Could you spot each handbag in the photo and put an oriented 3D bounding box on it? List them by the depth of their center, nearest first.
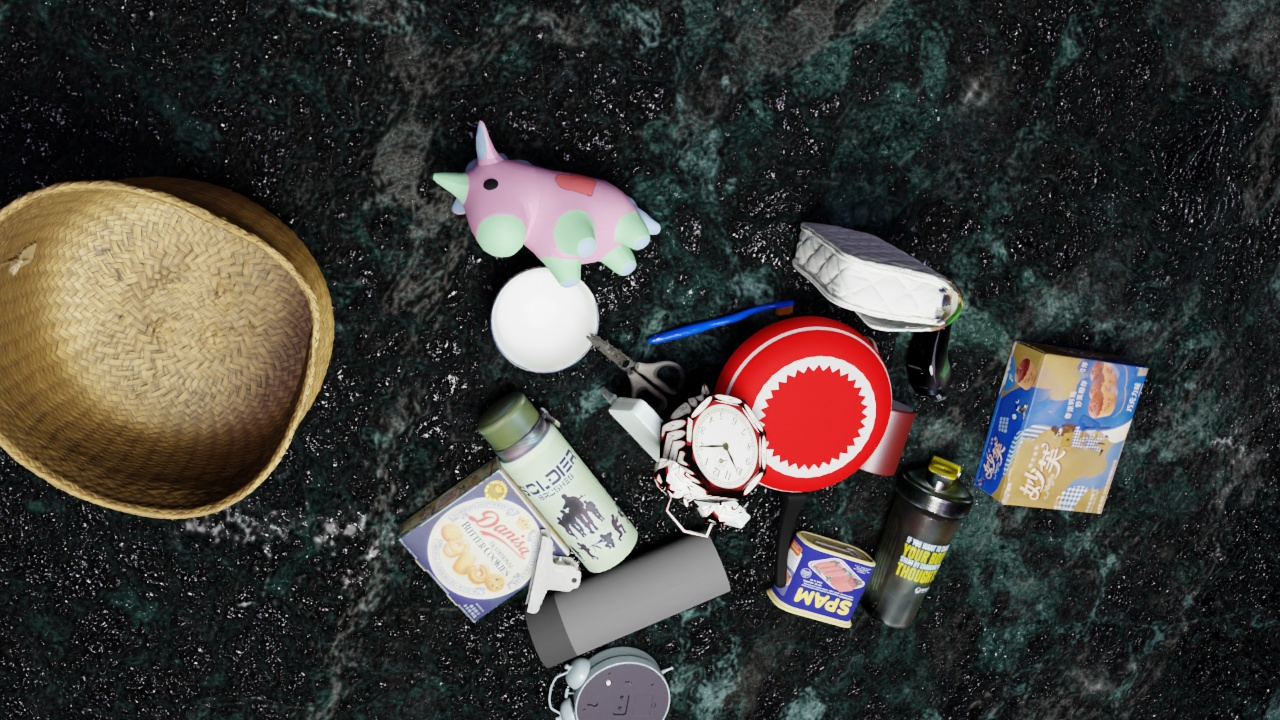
[{"bbox_3d":[0.252,-0.092,1.013,0.138,0.194,0.072,10,109,-11],"label":"handbag"}]

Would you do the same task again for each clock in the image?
[{"bbox_3d":[0.065,0.110,0.957,0.114,0.065,0.154,36,60,-23],"label":"clock"},{"bbox_3d":[-0.038,0.429,1.177,0.159,0.045,0.123,7,104,-13],"label":"clock"}]

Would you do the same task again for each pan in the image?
[{"bbox_3d":[0.184,0.124,1.072,0.209,0.067,0.357,-1,109,-9],"label":"pan"}]

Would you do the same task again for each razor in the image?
[{"bbox_3d":[0.369,-0.026,1.135,0.067,0.054,0.151,7,98,-24],"label":"razor"}]

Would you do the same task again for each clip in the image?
[{"bbox_3d":[-0.098,0.253,1.072,0.058,0.050,0.102,12,106,-4],"label":"clip"}]

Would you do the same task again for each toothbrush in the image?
[{"bbox_3d":[0.097,-0.043,1.086,0.182,0.016,0.018,-15,113,-8],"label":"toothbrush"}]

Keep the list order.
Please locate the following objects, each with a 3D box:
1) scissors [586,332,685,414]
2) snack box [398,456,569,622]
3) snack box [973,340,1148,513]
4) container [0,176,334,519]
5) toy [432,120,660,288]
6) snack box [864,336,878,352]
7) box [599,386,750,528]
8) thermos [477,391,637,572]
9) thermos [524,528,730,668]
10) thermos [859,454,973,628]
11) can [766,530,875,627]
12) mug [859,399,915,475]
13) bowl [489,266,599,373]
[{"bbox_3d":[-0.015,0.019,1.049,0.170,0.012,0.121,3,116,-37],"label":"scissors"},{"bbox_3d":[-0.184,0.212,1.085,0.145,0.042,0.144,-35,110,0],"label":"snack box"},{"bbox_3d":[0.541,0.087,1.189,0.155,0.069,0.203,7,104,-13],"label":"snack box"},{"bbox_3d":[-0.455,-0.029,0.880,0.306,0.196,0.307,-4,108,-12],"label":"container"},{"bbox_3d":[-0.091,-0.160,0.967,0.221,0.171,0.120,-15,150,-38],"label":"toy"},{"bbox_3d":[0.213,0.001,1.094,0.121,0.072,0.072,6,104,-12],"label":"snack box"},{"bbox_3d":[0.033,0.111,1.053,0.040,0.135,0.197,-46,110,-15],"label":"box"},{"bbox_3d":[-0.095,0.137,1.067,0.082,0.082,0.231,-36,109,0],"label":"thermos"},{"bbox_3d":[-0.017,0.290,1.122,0.240,0.082,0.082,-22,109,-5],"label":"thermos"},{"bbox_3d":[0.353,0.231,1.183,0.098,0.098,0.221,11,107,-15],"label":"thermos"},{"bbox_3d":[0.236,0.281,1.187,0.116,0.056,0.092,19,100,-16],"label":"can"},{"bbox_3d":[0.303,0.091,1.145,0.105,0.073,0.082,4,107,-43],"label":"mug"},{"bbox_3d":[-0.108,-0.050,1.016,0.118,0.062,0.118,-3,107,-11],"label":"bowl"}]
